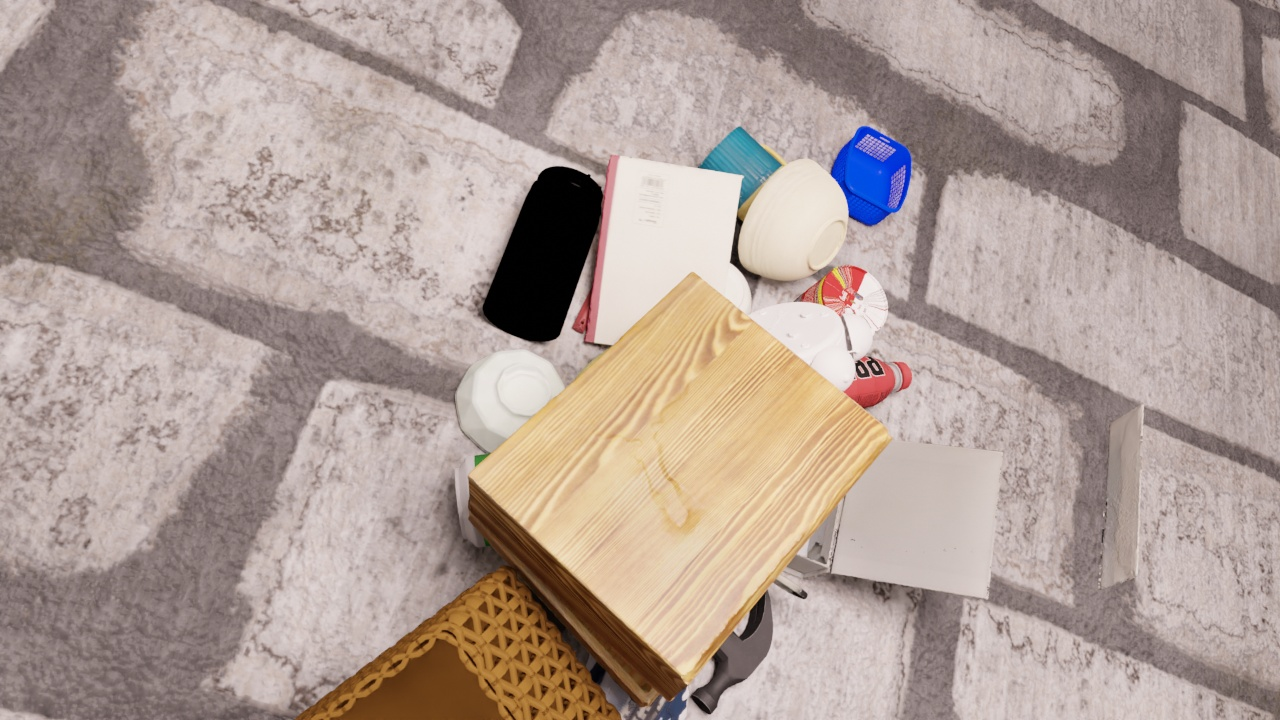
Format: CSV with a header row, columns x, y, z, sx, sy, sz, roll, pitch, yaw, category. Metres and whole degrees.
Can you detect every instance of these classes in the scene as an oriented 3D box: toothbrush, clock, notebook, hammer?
x,y,z,sx,sy,sz,roll,pitch,yaw,category
-0.035,-0.112,1.060,0.016,0.017,0.189,29,62,-11,toothbrush
0.159,-0.017,0.984,0.125,0.161,0.073,-50,134,-44,clock
0.026,-0.114,1.021,0.153,0.012,0.209,8,93,-8,notebook
0.013,0.204,0.953,0.132,0.040,0.305,-41,89,-26,hammer

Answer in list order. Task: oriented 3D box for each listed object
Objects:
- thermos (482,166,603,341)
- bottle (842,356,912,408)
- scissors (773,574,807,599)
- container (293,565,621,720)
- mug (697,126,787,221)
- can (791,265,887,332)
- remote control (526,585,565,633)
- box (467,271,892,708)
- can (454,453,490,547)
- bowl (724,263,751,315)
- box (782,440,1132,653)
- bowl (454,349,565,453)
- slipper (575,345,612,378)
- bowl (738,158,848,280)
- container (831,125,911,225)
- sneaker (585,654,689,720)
x,y,z,sx,sy,sz,roll,pitch,yaw,category
-0.099,-0.127,1.000,0.086,0.086,0.198,23,64,-13,thermos
0.247,0.029,1.097,0.176,0.062,0.062,-8,74,-25,bottle
0.104,0.199,0.936,0.163,0.154,0.012,33,79,-5,scissors
-0.152,0.328,0.681,0.251,0.214,0.219,-37,87,1,container
0.141,-0.232,1.145,0.107,0.083,0.113,44,49,2,mug
0.222,-0.050,1.085,0.086,0.117,0.086,8,68,-20,can
-0.093,0.214,0.918,0.046,0.009,0.124,9,68,-19,remote control
0.023,0.104,0.792,0.245,0.168,0.278,42,66,10,box
-0.104,0.128,0.885,0.140,0.088,0.087,-7,73,-8,can
0.083,-0.076,1.075,0.104,0.054,0.104,8,67,-20,bowl
0.289,0.172,0.997,0.479,0.119,0.166,14,64,7,box
-0.127,0.038,0.942,0.117,0.061,0.117,8,69,-20,bowl
-0.006,0.006,0.985,0.190,0.082,0.091,-42,114,-10,slipper
0.193,-0.154,1.083,0.150,0.151,0.075,-33,53,-29,bowl
0.303,-0.242,1.223,0.096,0.058,0.114,25,63,-12,container
0.004,0.316,0.870,0.132,0.103,0.269,47,72,-15,sneaker
